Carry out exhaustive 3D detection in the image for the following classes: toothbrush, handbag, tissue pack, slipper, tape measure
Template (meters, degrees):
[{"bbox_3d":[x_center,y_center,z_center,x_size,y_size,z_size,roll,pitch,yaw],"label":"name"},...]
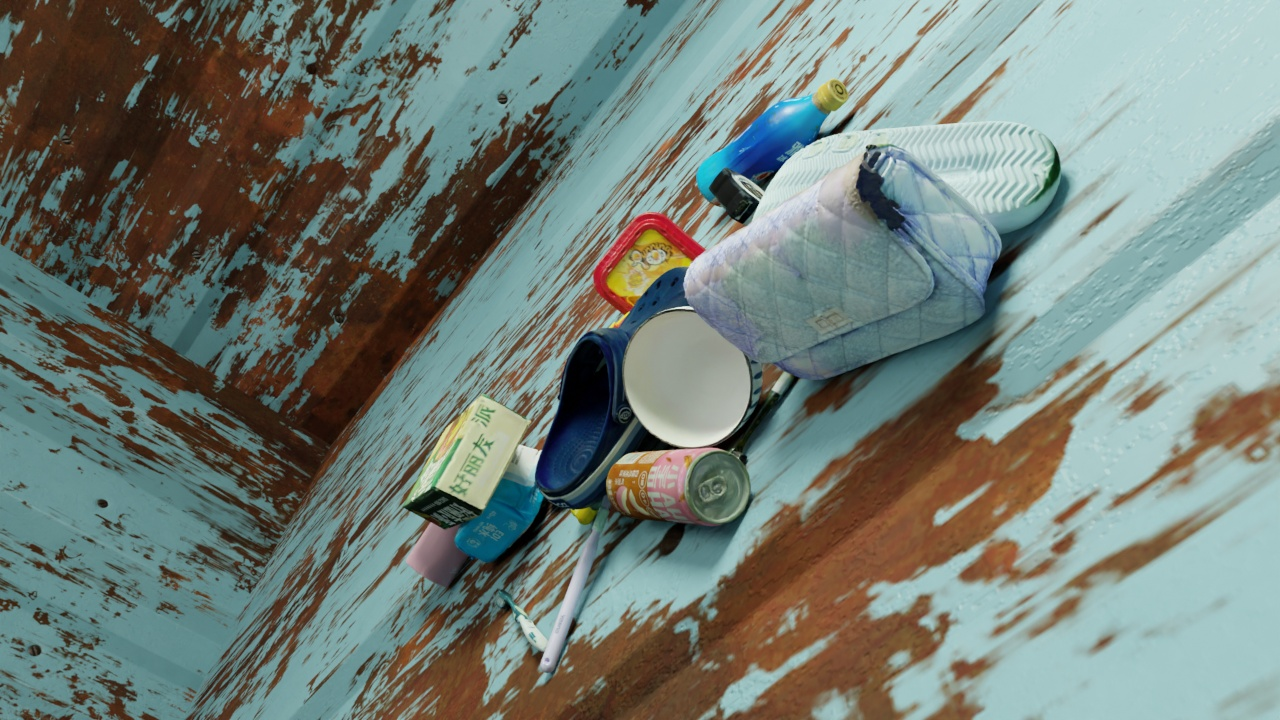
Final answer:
[{"bbox_3d":[-0.117,0.253,0.889,0.018,0.016,0.192,-67,19,-7],"label":"toothbrush"},{"bbox_3d":[0.133,-0.057,0.625,0.194,0.134,0.075,-30,29,54],"label":"handbag"},{"bbox_3d":[0.119,0.014,0.732,0.185,0.012,0.017,-56,24,-5],"label":"toothbrush"},{"bbox_3d":[-0.155,0.166,1.052,0.140,0.063,0.089,-48,16,41],"label":"tissue pack"},{"bbox_3d":[0.186,-0.115,0.676,0.246,0.074,0.104,0,66,45],"label":"slipper"},{"bbox_3d":[0.114,-0.173,1.000,0.034,0.066,0.065,-49,45,25],"label":"tape measure"},{"bbox_3d":[-0.026,0.013,0.836,0.105,0.095,0.252,16,71,51],"label":"slipper"},{"bbox_3d":[-0.051,0.183,0.814,0.021,0.029,0.188,62,-137,-59],"label":"toothbrush"}]

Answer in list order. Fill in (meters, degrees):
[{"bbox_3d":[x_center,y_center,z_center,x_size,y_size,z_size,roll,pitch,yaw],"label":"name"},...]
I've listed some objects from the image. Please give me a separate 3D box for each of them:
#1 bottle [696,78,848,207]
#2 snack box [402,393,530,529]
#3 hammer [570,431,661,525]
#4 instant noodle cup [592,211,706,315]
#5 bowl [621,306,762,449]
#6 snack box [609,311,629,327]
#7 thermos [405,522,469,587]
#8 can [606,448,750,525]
[{"bbox_3d":[0.149,-0.249,1.050,0.219,0.065,0.065,-30,29,52],"label":"bottle"},{"bbox_3d":[-0.201,0.121,1.036,0.114,0.063,0.241,-64,13,-21],"label":"snack box"},{"bbox_3d":[0.041,0.035,0.862,0.324,0.032,0.126,-48,19,20],"label":"hammer"},{"bbox_3d":[0.019,-0.107,1.063,0.116,0.116,0.123,-49,7,15],"label":"instant noodle cup"},{"bbox_3d":[0.050,0.010,0.763,0.117,0.116,0.066,-45,-12,28],"label":"bowl"},{"bbox_3d":[-0.006,0.006,0.959,0.091,0.082,0.080,-44,30,25],"label":"snack box"},{"bbox_3d":[-0.218,0.192,1.190,0.198,0.067,0.087,-58,-12,-10],"label":"thermos"},{"bbox_3d":[0.026,0.100,0.733,0.057,0.058,0.147,-60,19,-19],"label":"can"}]
